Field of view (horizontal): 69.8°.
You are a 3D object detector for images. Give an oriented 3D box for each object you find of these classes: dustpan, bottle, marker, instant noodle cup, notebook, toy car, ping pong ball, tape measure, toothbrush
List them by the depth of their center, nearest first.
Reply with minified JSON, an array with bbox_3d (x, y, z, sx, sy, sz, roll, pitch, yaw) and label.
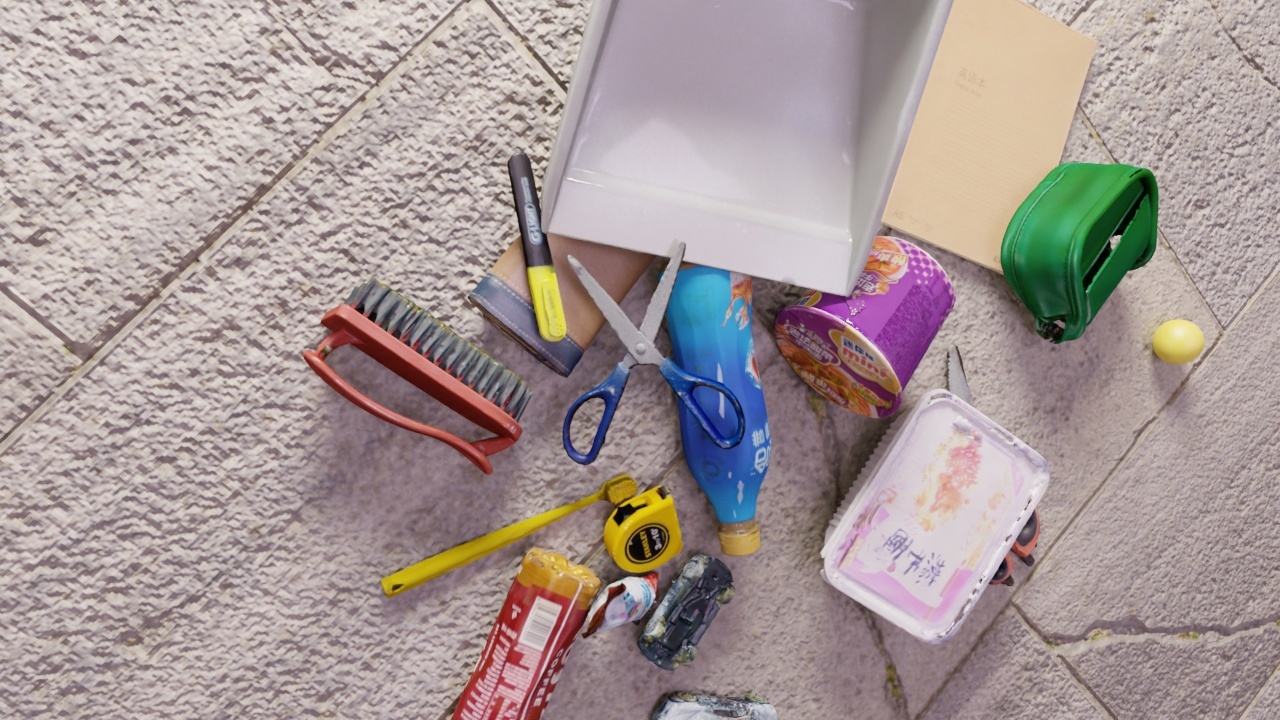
[{"bbox_3d":[0.074,-0.190,0.545,0.222,0.143,0.257,11,87,-10],"label":"dustpan"},{"bbox_3d":[-0.067,-0.073,0.594,0.018,0.015,0.124,-13,96,-23],"label":"marker"},{"bbox_3d":[-0.088,0.220,0.635,0.057,0.057,0.175,26,88,-21],"label":"bottle"},{"bbox_3d":[-0.088,0.122,0.644,0.190,0.017,0.016,-21,102,-16],"label":"toothbrush"},{"bbox_3d":[0.058,0.034,0.661,0.065,0.065,0.219,-11,101,-19],"label":"bottle"},{"bbox_3d":[0.001,0.124,0.669,0.057,0.029,0.060,-24,124,-15],"label":"tape measure"},{"bbox_3d":[0.169,-0.031,0.677,0.111,0.112,0.099,48,71,-19],"label":"instant noodle cup"},{"bbox_3d":[0.033,0.187,0.688,0.043,0.034,0.090,37,81,-18],"label":"toy car"},{"bbox_3d":[0.059,0.286,0.711,0.105,0.031,0.049,10,93,-20],"label":"toy car"},{"bbox_3d":[0.223,0.119,0.728,0.138,0.060,0.173,33,90,-15],"label":"instant noodle cup"},{"bbox_3d":[0.283,-0.187,0.745,0.149,0.012,0.211,17,90,-21],"label":"notebook"},{"bbox_3d":[0.482,-0.017,0.823,0.040,0.040,0.040,-3,97,-20],"label":"ping pong ball"}]

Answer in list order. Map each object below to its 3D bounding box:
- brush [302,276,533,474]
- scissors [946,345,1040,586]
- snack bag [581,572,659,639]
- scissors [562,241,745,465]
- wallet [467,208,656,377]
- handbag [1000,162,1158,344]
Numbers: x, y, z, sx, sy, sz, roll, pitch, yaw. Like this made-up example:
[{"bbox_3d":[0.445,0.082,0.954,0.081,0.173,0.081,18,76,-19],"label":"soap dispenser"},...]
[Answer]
[{"bbox_3d":[-0.138,0.014,0.588,0.146,0.063,0.069,37,72,-22],"label":"brush"},{"bbox_3d":[0.300,0.085,0.783,0.176,0.015,0.210,15,92,-20],"label":"scissors"},{"bbox_3d":[-0.012,0.170,0.646,0.026,0.105,0.045,39,95,19],"label":"snack bag"},{"bbox_3d":[0.001,0.005,0.615,0.176,0.012,0.162,42,105,-9],"label":"scissors"},{"bbox_3d":[-0.051,-0.058,0.628,0.090,0.033,0.115,40,82,-23],"label":"wallet"},{"bbox_3d":[0.361,-0.091,0.751,0.131,0.068,0.120,-43,127,-20],"label":"handbag"}]
